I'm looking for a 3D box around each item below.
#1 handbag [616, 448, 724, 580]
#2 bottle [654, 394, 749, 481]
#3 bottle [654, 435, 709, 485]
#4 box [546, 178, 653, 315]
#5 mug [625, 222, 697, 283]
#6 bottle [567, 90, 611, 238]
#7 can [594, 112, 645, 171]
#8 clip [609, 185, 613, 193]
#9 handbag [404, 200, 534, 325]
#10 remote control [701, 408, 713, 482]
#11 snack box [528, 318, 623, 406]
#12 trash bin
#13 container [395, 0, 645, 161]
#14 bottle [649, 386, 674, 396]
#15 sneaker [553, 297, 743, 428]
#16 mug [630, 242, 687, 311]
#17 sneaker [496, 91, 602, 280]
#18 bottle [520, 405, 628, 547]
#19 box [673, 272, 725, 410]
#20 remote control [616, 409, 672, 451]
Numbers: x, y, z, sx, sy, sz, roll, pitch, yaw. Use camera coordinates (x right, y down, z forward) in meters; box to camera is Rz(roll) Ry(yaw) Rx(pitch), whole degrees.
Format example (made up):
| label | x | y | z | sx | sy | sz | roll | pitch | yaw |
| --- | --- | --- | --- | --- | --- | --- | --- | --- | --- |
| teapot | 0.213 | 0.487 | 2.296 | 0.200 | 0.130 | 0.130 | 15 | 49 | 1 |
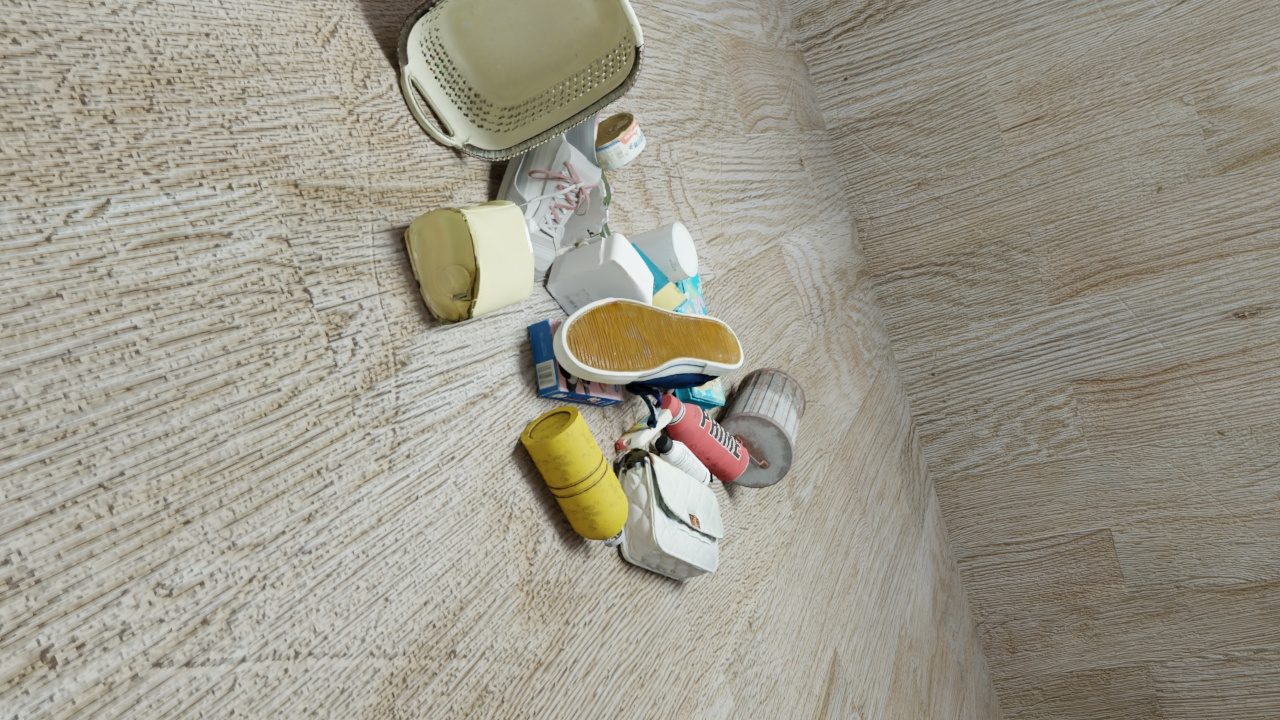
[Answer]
| label | x | y | z | sx | sy | sz | roll | pitch | yaw |
| --- | --- | --- | --- | --- | --- | --- | --- | --- | --- |
| handbag | 0.044 | 0.202 | 1.189 | 0.195 | 0.073 | 0.138 | 36 | 44 | -54 |
| bottle | 0.085 | 0.108 | 1.329 | 0.176 | 0.062 | 0.062 | 42 | 39 | -34 |
| bottle | 0.056 | 0.142 | 1.287 | 0.116 | 0.041 | 0.041 | 49 | 36 | -44 |
| box | -0.063 | -0.130 | 1.119 | 0.189 | 0.112 | 0.101 | 63 | 25 | -22 |
| mug | 0.016 | -0.140 | 1.286 | 0.082 | 0.106 | 0.082 | 41 | 42 | -50 |
| bottle | -0.083 | -0.236 | 1.177 | 0.207 | 0.072 | 0.071 | 67 | 26 | -16 |
| can | -0.038 | -0.307 | 1.292 | 0.043 | 0.086 | 0.086 | 58 | 30 | -33 |
| clip | -0.058 | -0.237 | 1.284 | 0.051 | 0.033 | 0.013 | -21 | 96 | -64 |
| handbag | -0.168 | -0.100 | 0.920 | 0.119 | 0.081 | 0.111 | -33 | 114 | -66 |
| remote control | 0.095 | 0.116 | 1.411 | 0.033 | 0.015 | 0.146 | 31 | 49 | -56 |
| snack box | -0.074 | 0.005 | 1.102 | 0.154 | 0.033 | 0.088 | 15 | 63 | -62 |
| trash bin | 0.196 | 0.108 | 1.494 | 0.131 | 0.131 | 0.210 | 67 | 24 | -16 |
| container | -0.122 | -0.339 | 0.969 | 0.185 | 0.252 | 0.143 | 54 | 22 | -32 |
| bottle | 0.036 | 0.002 | 1.328 | 0.036 | 0.036 | 0.109 | 52 | 33 | -40 |
| sneaker | -0.007 | 0.007 | 1.121 | 0.293 | 0.128 | 0.120 | 3 | 61 | -47 |
| mug | -0.007 | -0.087 | 1.225 | 0.107 | 0.114 | 0.083 | 46 | 70 | -1 |
| sneaker | -0.094 | -0.205 | 1.056 | 0.099 | 0.090 | 0.236 | 22 | 74 | -51 |
| bottle | -0.062 | 0.135 | 1.010 | 0.164 | 0.071 | 0.070 | 63 | 27 | -23 |
| box | 0.075 | -0.040 | 1.407 | 0.094 | 0.040 | 0.226 | 15 | 59 | -51 |
| remote control | 0.006 | 0.092 | 1.214 | 0.125 | 0.038 | 0.018 | -35 | 107 | -64 |
